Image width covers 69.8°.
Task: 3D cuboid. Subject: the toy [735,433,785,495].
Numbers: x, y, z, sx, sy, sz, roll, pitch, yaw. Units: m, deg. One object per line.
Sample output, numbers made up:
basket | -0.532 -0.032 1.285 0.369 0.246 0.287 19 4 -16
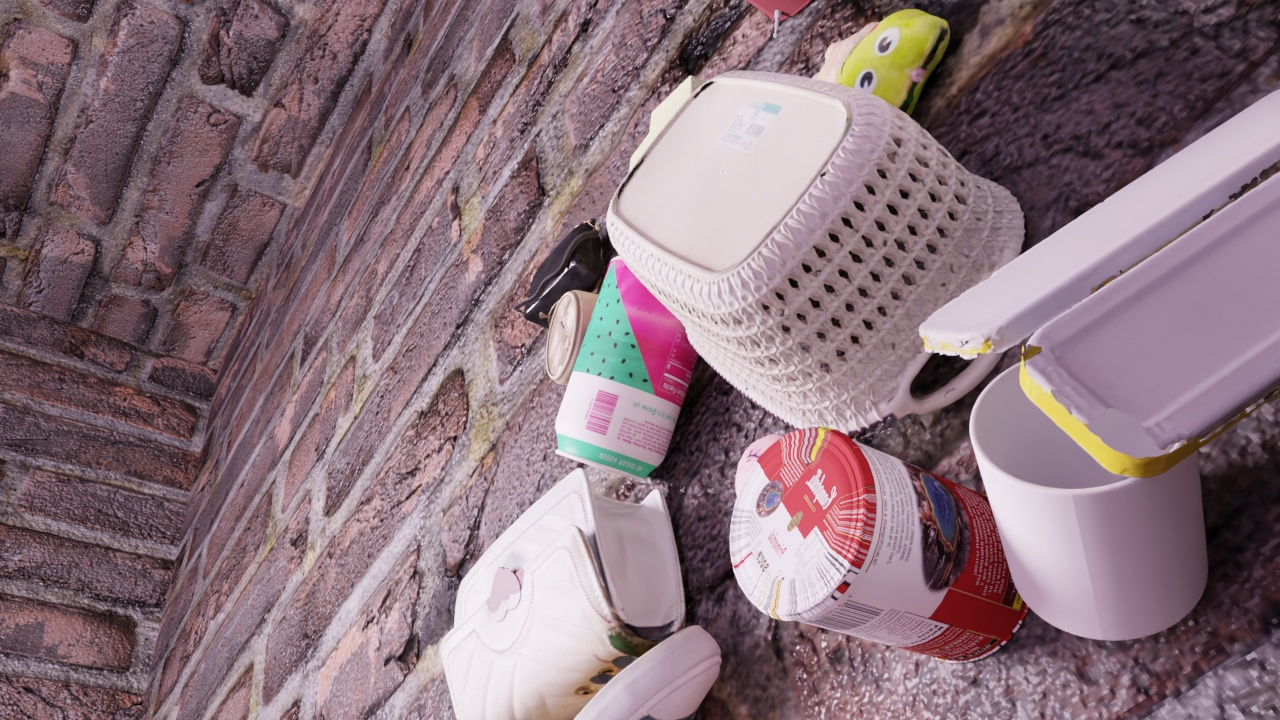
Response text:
toy | 0.092 0.096 0.535 0.108 0.053 0.105 9 93 58

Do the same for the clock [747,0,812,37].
clock | 0.122 -0.349 0.778 0.096 0.048 0.137 -38 41 41

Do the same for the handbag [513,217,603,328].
handbag | -0.078 -0.091 0.929 0.129 0.054 0.079 -40 36 43

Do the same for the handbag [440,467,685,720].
handbag | -0.062 0.188 0.674 0.199 0.096 0.141 -46 37 31

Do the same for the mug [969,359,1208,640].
mug | 0.185 0.040 0.367 0.074 0.090 0.110 5 47 40

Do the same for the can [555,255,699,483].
can | -0.004 0.004 0.708 0.088 0.088 0.165 8 77 60

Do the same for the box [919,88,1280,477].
box | 0.218 -0.046 0.342 0.209 0.045 0.128 -33 31 -4

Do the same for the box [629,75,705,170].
box | 0.014 -0.143 0.820 0.139 0.030 0.186 -36 43 54

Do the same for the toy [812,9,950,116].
toy | 0.156 -0.198 0.629 0.092 0.043 0.118 -64 28 9

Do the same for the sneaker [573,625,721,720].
sneaker | -0.016 0.272 0.570 0.079 0.087 0.236 41 104 26

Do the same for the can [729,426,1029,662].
can | 0.114 0.088 0.433 0.087 0.116 0.086 -37 42 42

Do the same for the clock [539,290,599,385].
clock | -0.060 -0.027 0.840 0.140 0.054 0.093 -124 48 -60

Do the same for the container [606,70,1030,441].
container | 0.090 -0.075 0.553 0.185 0.143 0.251 -50 32 2
